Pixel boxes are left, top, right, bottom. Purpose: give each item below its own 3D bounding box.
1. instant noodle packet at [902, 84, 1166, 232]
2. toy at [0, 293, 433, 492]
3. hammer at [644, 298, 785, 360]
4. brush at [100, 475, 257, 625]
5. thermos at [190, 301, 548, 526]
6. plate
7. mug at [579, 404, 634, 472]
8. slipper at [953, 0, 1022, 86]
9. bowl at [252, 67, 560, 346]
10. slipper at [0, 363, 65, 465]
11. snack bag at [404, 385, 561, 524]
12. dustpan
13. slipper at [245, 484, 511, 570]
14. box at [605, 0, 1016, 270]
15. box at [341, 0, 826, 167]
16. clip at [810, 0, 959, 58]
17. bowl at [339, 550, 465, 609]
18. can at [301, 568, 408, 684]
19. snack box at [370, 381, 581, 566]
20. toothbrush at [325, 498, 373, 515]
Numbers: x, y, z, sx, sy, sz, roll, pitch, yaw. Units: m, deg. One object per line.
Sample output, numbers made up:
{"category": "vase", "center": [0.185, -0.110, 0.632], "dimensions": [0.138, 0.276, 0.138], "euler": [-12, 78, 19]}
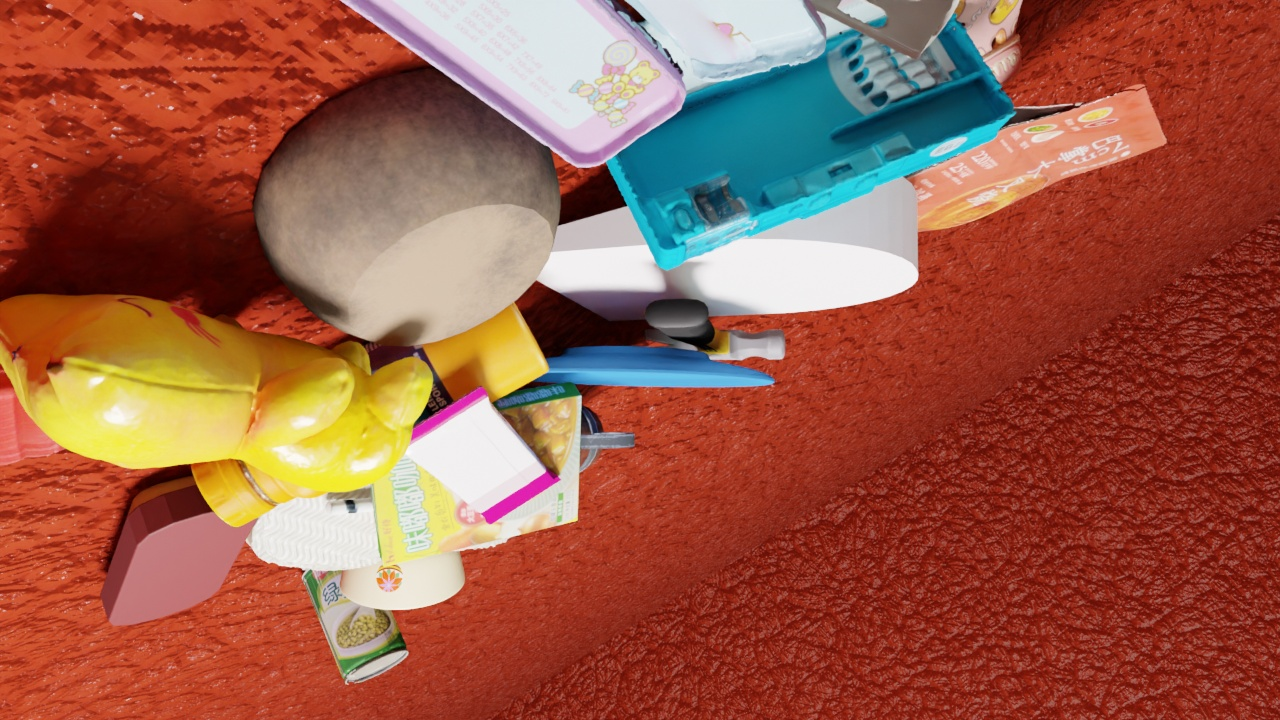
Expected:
{"category": "instant noodle packet", "center": [0.251, -0.144, 0.667], "dimensions": [0.221, 0.084, 0.164], "euler": [-7, 174, 35]}
{"category": "toy", "center": [-0.212, 0.018, 0.465], "dimensions": [0.193, 0.135, 0.087], "euler": [15, 91, -51]}
{"category": "hammer", "center": [0.047, -0.022, 0.737], "dimensions": [0.127, 0.029, 0.323], "euler": [-1, 177, 11]}
{"category": "brush", "center": [-0.348, 0.138, 0.685], "dimensions": [0.082, 0.042, 0.174], "euler": [-10, 151, -44]}
{"category": "thermos", "center": [-0.184, 0.023, 0.619], "dimensions": [0.232, 0.091, 0.076], "euler": [-29, -172, -6]}
{"category": "plate", "center": [-0.004, 0.004, 0.745], "dimensions": [0.224, 0.024, 0.224], "euler": [2, 176, 0]}
{"category": "mug", "center": [-0.072, 0.073, 0.838], "dimensions": [0.118, 0.081, 0.111], "euler": [-1, 177, 27]}
{"category": "slipper", "center": [0.223, -0.213, 0.619], "dimensions": [0.093, 0.081, 0.197], "euler": [-30, 162, -5]}
{"category": "bowl", "center": [-0.114, -0.070, 0.491], "dimensions": [0.162, 0.070, 0.162], "euler": [-27, 159, -11]}
{"category": "slipper", "center": [-0.370, 0.056, 0.444], "dimensions": [0.248, 0.059, 0.104], "euler": [-18, 156, -35]}
{"category": "snack bag", "center": [-0.112, 0.074, 0.664], "dimensions": [0.070, 0.016, 0.197], "euler": [-33, 154, -5]}
{"category": "dustpan", "center": [0.060, -0.080, 0.646], "dimensions": [0.258, 0.053, 0.191], "euler": [-2, 169, 21]}
{"category": "slipper", "center": [-0.207, 0.125, 0.795], "dimensions": [0.272, 0.054, 0.115], "euler": [7, 115, -47]}
{"category": "box", "center": [0.085, -0.166, 0.522], "dimensions": [0.227, 0.168, 0.086], "euler": [-23, -161, -8]}
{"category": "box", "center": [-0.028, -0.158, 0.371], "dimensions": [0.152, 0.040, 0.214], "euler": [-16, 157, 29]}
{"category": "clip", "center": [0.097, -0.202, 0.425], "dimensions": [0.151, 0.126, 0.106], "euler": [-46, 162, -37]}
{"category": "bowl", "center": [-0.228, 0.178, 0.883], "dimensions": [0.117, 0.118, 0.074], "euler": [-10, 108, -45]}
{"category": "can", "center": [-0.287, 0.254, 0.923], "dimensions": [0.067, 0.121, 0.067], "euler": [-27, 159, -11]}
{"category": "snack box", "center": [-0.129, 0.091, 0.737], "dimensions": [0.167, 0.027, 0.132], "euler": [-10, 124, -22]}
{"category": "toothbrush", "center": [-0.176, 0.114, 0.771], "dimensions": [0.186, 0.012, 0.017], "euler": [3, 98, -47]}
